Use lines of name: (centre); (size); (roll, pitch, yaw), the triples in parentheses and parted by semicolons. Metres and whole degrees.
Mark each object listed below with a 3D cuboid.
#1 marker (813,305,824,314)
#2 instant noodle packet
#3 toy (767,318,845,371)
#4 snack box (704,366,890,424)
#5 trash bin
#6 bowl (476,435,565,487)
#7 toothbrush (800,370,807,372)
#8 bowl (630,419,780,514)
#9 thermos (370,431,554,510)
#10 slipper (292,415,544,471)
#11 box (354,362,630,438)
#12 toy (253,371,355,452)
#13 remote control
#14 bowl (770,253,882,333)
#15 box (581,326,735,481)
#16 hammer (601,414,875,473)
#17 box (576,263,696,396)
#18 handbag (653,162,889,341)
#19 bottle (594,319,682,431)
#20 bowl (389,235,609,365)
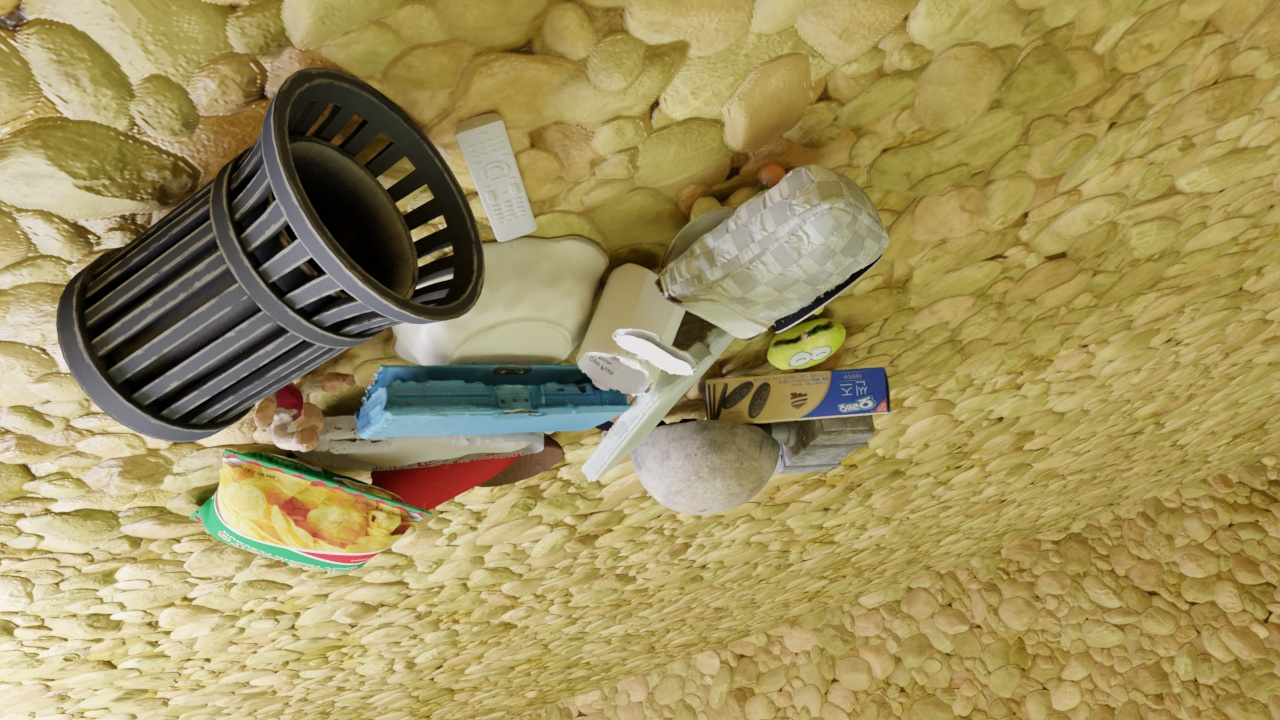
marker: (0.149, -0.070, 0.942); (0.021, 0.017, 0.123); (-35, 147, 28)
instant noodle packet: (-0.349, 0.161, 0.949); (0.195, 0.090, 0.253); (23, 147, -23)
toy: (0.191, -0.014, 1.045); (0.092, 0.046, 0.115); (-21, 161, 11)
snack box: (0.179, 0.041, 1.059); (0.207, 0.057, 0.056); (-5, 178, 8)
trash bin: (-0.241, -0.052, 0.587); (0.228, 0.164, 0.164); (-26, 152, 23)
bowl: (-0.149, 0.113, 1.079); (0.118, 0.030, 0.118); (-17, 159, -7)
toothbrush: (0.219, 0.034, 1.181); (0.014, 0.016, 0.166); (-22, 152, 15)
bowl: (0.077, 0.138, 1.084); (0.178, 0.081, 0.179); (-1, 153, -1)
thermos: (-0.179, 0.096, 0.990); (0.240, 0.073, 0.073); (-27, 152, 16)
slipper: (-0.220, 0.067, 0.906); (0.247, 0.074, 0.112); (-6, 146, -1)
box: (-0.130, 0.035, 0.822); (0.231, 0.052, 0.093); (0, 164, -32)
toy: (-0.311, 0.053, 0.826); (0.074, 0.085, 0.106); (20, 148, -21)
remote control: (-0.104, -0.132, 0.675); (0.033, 0.012, 0.131); (-19, 153, -4)
bowl: (0.153, -0.087, 0.845); (0.120, 0.066, 0.120); (-37, -178, 1)
box: (0.031, 0.033, 0.951); (0.188, 0.037, 0.209); (-34, 168, -39)
hammer: (0.115, 0.089, 1.152); (0.326, 0.079, 0.177); (-2, 158, -10)
box: (0.009, -0.035, 0.784); (0.080, 0.106, 0.151); (30, 157, -21)
handbag: (0.108, -0.100, 0.752); (0.172, 0.123, 0.112); (-31, 142, 32)
bottle: (-0.006, 0.006, 0.942); (0.059, 0.059, 0.182); (-2, 149, -29)
bowl: (-0.120, -0.027, 0.811); (0.220, 0.060, 0.188); (-27, 152, 18)
